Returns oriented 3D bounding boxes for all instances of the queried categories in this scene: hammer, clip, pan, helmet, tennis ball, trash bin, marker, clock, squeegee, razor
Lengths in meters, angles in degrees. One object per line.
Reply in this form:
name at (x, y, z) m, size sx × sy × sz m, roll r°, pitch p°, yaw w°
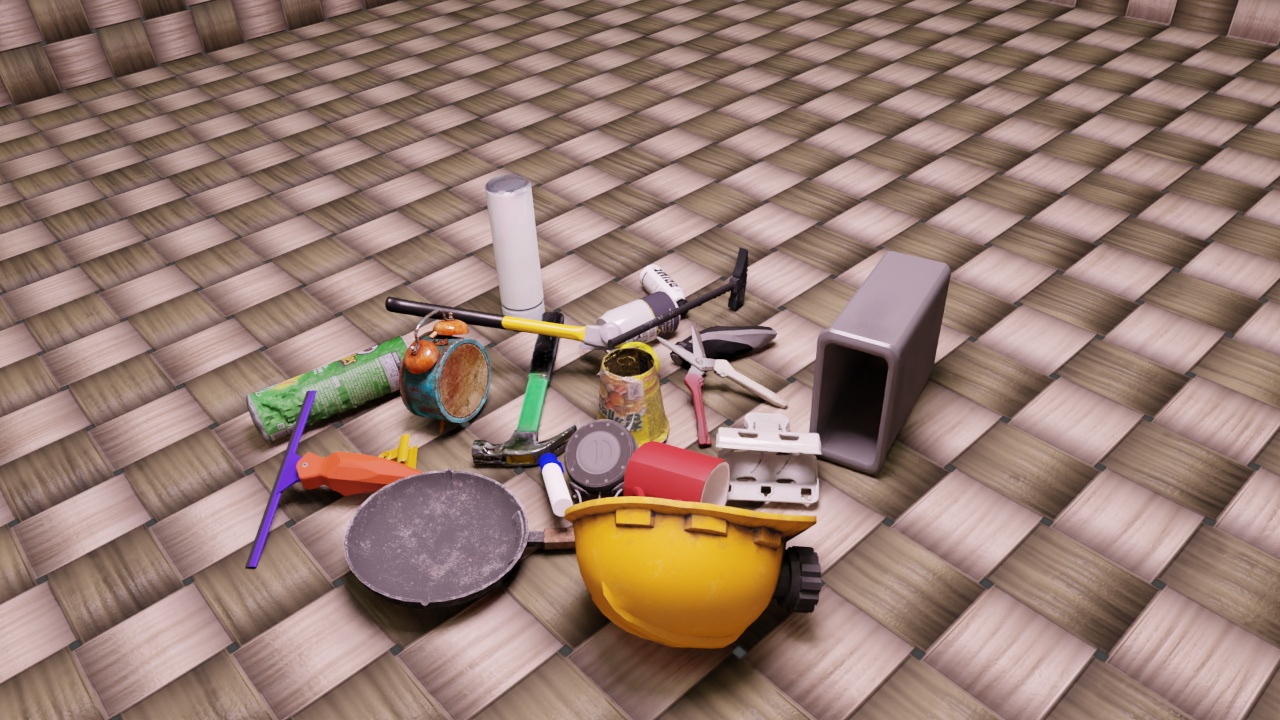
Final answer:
hammer at (0.060, -0.078, 1.287) m, size 0.015 × 0.095 × 0.323 m, roll 23°, pitch 32°, yaw 31°
hammer at (-0.141, 0.029, 1.276) m, size 0.130 × 0.032 × 0.318 m, roll -2°, pitch 37°, yaw 5°
hammer at (-0.186, -0.052, 1.258) m, size 0.323 × 0.029 × 0.127 m, roll 9°, pitch -6°, yaw 0°
clip at (0.155, 0.102, 1.115) m, size 0.127 × 0.110 × 0.150 m, roll 4°, pitch 48°, yaw 6°
pan at (-0.151, 0.205, 1.041) m, size 0.357 × 0.040 × 0.207 m, roll 2°, pitch 35°, yaw -4°
helmet at (0.048, 0.217, 0.911) m, size 0.255 × 0.206 × 0.131 m, roll 6°, pitch 72°, yaw -9°
tennis ball at (-0.007, 0.007, 1.262) m, size 0.065 × 0.065 × 0.065 m, roll -3°, pitch 37°, yaw 2°
trash bin at (0.300, -0.003, 1.146) m, size 0.098 × 0.192 × 0.219 m, roll 18°, pitch 41°, yaw 26°
clip at (-0.310, 0.121, 1.173) m, size 0.048 × 0.046 × 0.054 m, roll 14°, pitch 35°, yaw -18°
marker at (-0.099, 0.146, 1.084) m, size 0.027 × 0.023 × 0.133 m, roll 28°, pitch 8°, yaw -19°
clock at (-0.265, 0.007, 1.211) m, size 0.073 × 0.158 × 0.121 m, roll 9°, pitch 39°, yaw 27°
squeegee at (-0.353, 0.138, 1.117) m, size 0.185 × 0.055 × 0.249 m, roll 5°, pitch 53°, yaw -1°
razor at (0.122, -0.024, 1.308) m, size 0.156 × 0.057 × 0.060 m, roll -20°, pitch 72°, yaw -19°
clock at (-0.046, 0.124, 1.115) m, size 0.091 × 0.044 × 0.122 m, roll -4°, pitch 65°, yaw 13°

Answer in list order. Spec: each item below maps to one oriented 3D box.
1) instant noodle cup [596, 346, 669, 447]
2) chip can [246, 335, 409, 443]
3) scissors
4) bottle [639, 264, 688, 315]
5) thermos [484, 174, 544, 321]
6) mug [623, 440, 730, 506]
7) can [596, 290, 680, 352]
instant noodle cup at (-0.012, 0.047, 1.175) m, size 0.102 × 0.108 × 0.102 m, roll -2°, pitch 35°, yaw 1°
chip can at (-0.418, 0.039, 1.253) m, size 0.222 × 0.076 × 0.075 m, roll -23°, pitch 41°, yaw -23°
scissors at (0.108, 0.030, 1.226) m, size 0.179 × 0.015 × 0.198 m, roll 5°, pitch 55°, yaw -7°
bottle at (0.040, -0.107, 1.429) m, size 0.041 × 0.041 × 0.116 m, roll -19°, pitch 40°, yaw -19°
thermos at (-0.183, -0.157, 1.357) m, size 0.068 × 0.230 × 0.067 m, roll -2°, pitch 35°, yaw 1°
mug at (0.034, 0.147, 1.044) m, size 0.097 × 0.080 × 0.116 m, roll 13°, pitch 19°, yaw 27°
can at (-0.008, -0.053, 1.343) m, size 0.127 × 0.064 × 0.064 m, roll -23°, pitch 41°, yaw -24°
